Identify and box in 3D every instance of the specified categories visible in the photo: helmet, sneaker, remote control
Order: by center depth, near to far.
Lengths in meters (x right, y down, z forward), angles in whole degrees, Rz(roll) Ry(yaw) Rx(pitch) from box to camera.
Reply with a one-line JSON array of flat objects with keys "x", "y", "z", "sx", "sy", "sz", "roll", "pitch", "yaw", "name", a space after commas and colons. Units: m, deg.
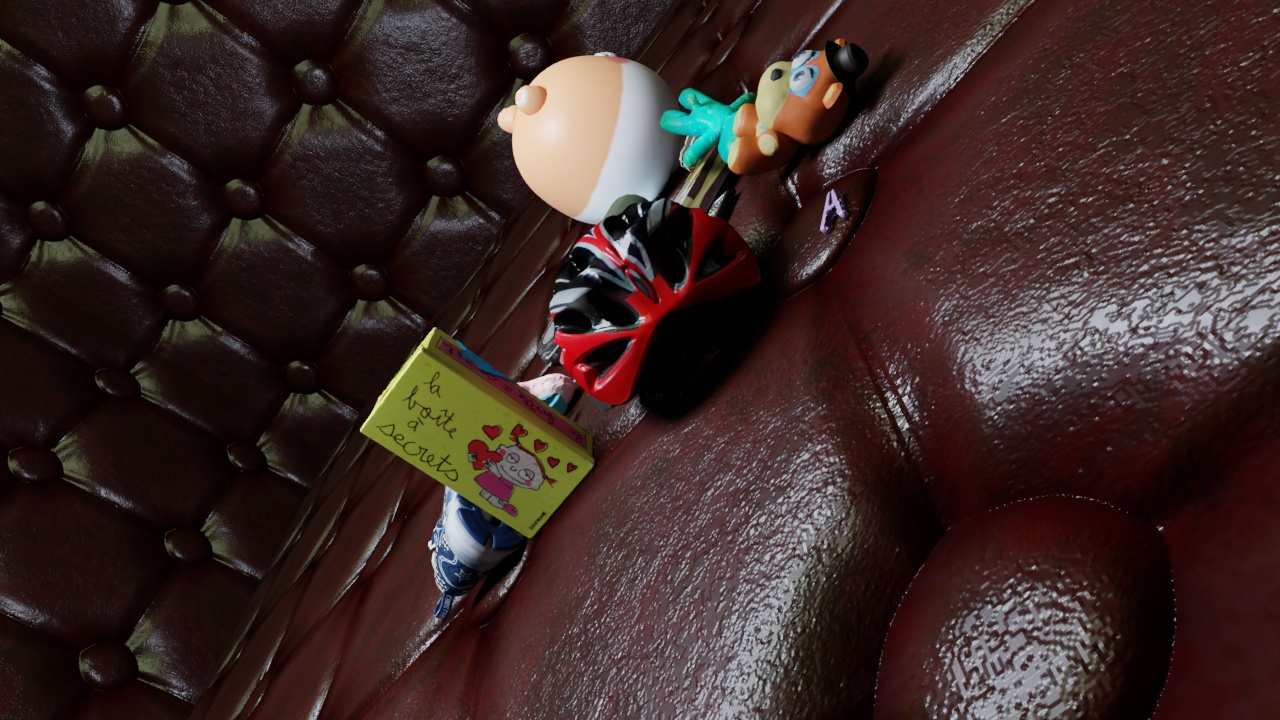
[{"x": 0.004, "y": -0.065, "z": 0.914, "sx": 0.217, "sy": 0.167, "sz": 0.272, "roll": -42, "pitch": 7, "yaw": 1, "name": "helmet"}, {"x": 0.079, "y": -0.145, "z": 1.075, "sx": 0.033, "sy": 0.015, "sz": 0.146, "roll": -37, "pitch": 24, "yaw": 57, "name": "remote control"}, {"x": -0.212, "y": 0.193, "z": 1.106, "sx": 0.132, "sy": 0.103, "sz": 0.269, "roll": -58, "pitch": 20, "yaw": 12, "name": "sneaker"}]

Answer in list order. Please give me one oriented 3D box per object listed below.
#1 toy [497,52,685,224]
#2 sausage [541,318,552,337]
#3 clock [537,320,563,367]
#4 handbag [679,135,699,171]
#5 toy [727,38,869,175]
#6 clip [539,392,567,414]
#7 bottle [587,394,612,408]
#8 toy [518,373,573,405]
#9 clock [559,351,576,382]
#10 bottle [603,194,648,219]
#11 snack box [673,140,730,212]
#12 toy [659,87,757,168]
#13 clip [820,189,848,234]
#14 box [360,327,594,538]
[{"x": -0.074, "y": -0.353, "z": 1.436, "sx": 0.263, "sy": 0.280, "sz": 0.265, "roll": 179, "pitch": 105, "yaw": -69, "name": "toy"}, {"x": -0.127, "y": -0.081, "z": 1.499, "sx": 0.020, "sy": 0.020, "sz": 0.155, "roll": -23, "pitch": 36, "yaw": 60, "name": "sausage"}, {"x": -0.101, "y": -0.032, "z": 1.264, "sx": 0.091, "sy": 0.043, "sz": 0.122, "roll": -50, "pitch": 19, "yaw": 19, "name": "clock"}, {"x": 0.096, "y": -0.302, "z": 1.285, "sx": 0.079, "sy": 0.054, "sz": 0.128, "roll": -65, "pitch": 20, "yaw": 4, "name": "handbag"}, {"x": 0.164, "y": -0.266, "z": 0.963, "sx": 0.176, "sy": 0.096, "sz": 0.112, "roll": -24, "pitch": 40, "yaw": 35, "name": "toy"}, {"x": -0.146, "y": 0.081, "z": 1.119, "sx": 0.120, "sy": 0.027, "sz": 0.103, "roll": -37, "pitch": 28, "yaw": -17, "name": "clip"}, {"x": -0.025, "y": 0.001, "z": 1.056, "sx": 0.030, "sy": 0.030, "sz": 0.112, "roll": -27, "pitch": 32, "yaw": 56, "name": "bottle"}, {"x": -0.143, "y": 0.051, "z": 1.175, "sx": 0.109, "sy": 0.105, "sz": 0.053, "roll": -40, "pitch": 57, "yaw": 49, "name": "toy"}, {"x": -0.051, "y": -0.024, "z": 1.141, "sx": 0.138, "sy": 0.048, "sz": 0.096, "roll": -27, "pitch": 32, "yaw": 57, "name": "clock"}, {"x": -0.033, "y": -0.145, "z": 1.218, "sx": 0.072, "sy": 0.071, "sz": 0.206, "roll": -42, "pitch": 16, "yaw": 37, "name": "bottle"}, {"x": 0.053, "y": -0.180, "z": 1.158, "sx": 0.185, "sy": 0.031, "sz": 0.101, "roll": -61, "pitch": 9, "yaw": -18, "name": "snack box"}, {"x": 0.104, "y": -0.284, "z": 1.101, "sx": 0.193, "sy": 0.072, "sz": 0.130, "roll": 31, "pitch": 76, "yaw": 36, "name": "toy"}, {"x": 0.175, "y": -0.135, "z": 0.813, "sx": 0.045, "sy": 0.014, "sz": 0.050, "roll": -17, "pitch": 43, "yaw": 63, "name": "clip"}, {"x": -0.170, "y": 0.078, "z": 0.982, "sx": 0.124, "sy": 0.221, "sz": 0.080, "roll": -47, "pitch": 19, "yaw": 17, "name": "box"}]
